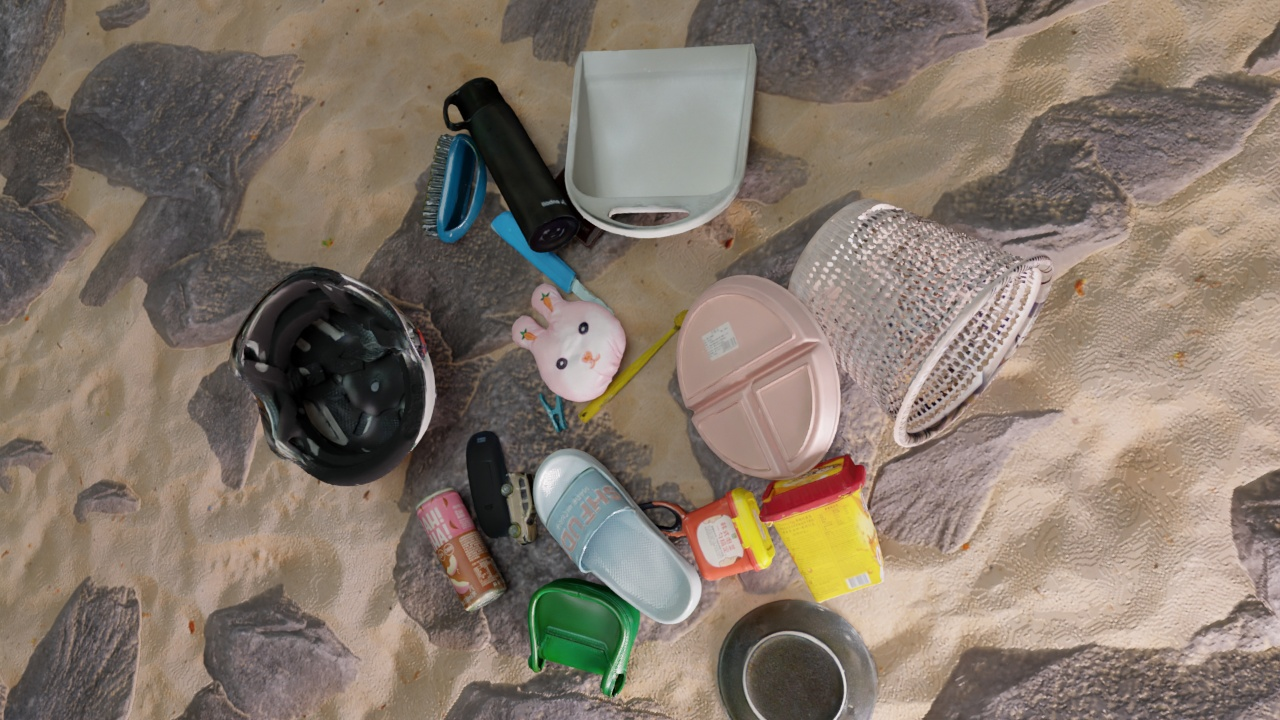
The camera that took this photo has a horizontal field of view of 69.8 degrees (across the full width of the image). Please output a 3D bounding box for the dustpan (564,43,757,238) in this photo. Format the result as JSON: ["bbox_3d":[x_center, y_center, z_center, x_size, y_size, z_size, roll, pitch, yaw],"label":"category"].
[{"bbox_3d":[0.020,-0.257,1.050,0.223,0.142,0.257,0,88,8],"label":"dustpan"}]

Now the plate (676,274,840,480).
[{"bbox_3d":[0.117,0.022,0.992,0.230,0.028,0.230,23,120,46],"label":"plate"}]

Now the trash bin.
[{"bbox_3d":[0.268,-0.057,0.937,0.192,0.227,0.227,42,98,30],"label":"trash bin"}]

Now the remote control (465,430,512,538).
[{"bbox_3d":[-0.191,0.156,1.152,0.053,0.024,0.136,-16,80,15],"label":"remote control"}]

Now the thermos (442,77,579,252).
[{"bbox_3d":[-0.168,-0.244,1.142,0.089,0.069,0.242,-20,66,-25],"label":"thermos"}]

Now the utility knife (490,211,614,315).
[{"bbox_3d":[-0.108,-0.116,1.154,0.216,0.018,0.034,43,110,17],"label":"utility knife"}]

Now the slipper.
[{"bbox_3d":[-0.036,0.207,1.054,0.245,0.074,0.104,42,100,16],"label":"slipper"}]

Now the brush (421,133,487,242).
[{"bbox_3d":[-0.235,-0.223,1.187,0.073,0.055,0.144,8,87,19],"label":"brush"}]

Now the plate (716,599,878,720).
[{"bbox_3d":[0.170,0.355,1.014,0.180,0.024,0.179,-2,84,18],"label":"plate"}]

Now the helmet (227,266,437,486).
[{"bbox_3d":[-0.361,0.019,1.154,0.230,0.156,0.274,-42,85,8],"label":"helmet"}]

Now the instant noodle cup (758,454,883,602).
[{"bbox_3d":[0.201,0.180,0.981,0.116,0.116,0.123,-23,90,15],"label":"instant noodle cup"}]

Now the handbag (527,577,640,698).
[{"bbox_3d":[-0.069,0.320,1.073,0.131,0.068,0.120,8,88,19],"label":"handbag"}]

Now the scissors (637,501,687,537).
[{"bbox_3d":[-0.025,0.183,1.100,0.204,0.015,0.202,-22,78,16],"label":"scissors"}]

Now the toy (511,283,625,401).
[{"bbox_3d":[-0.091,-0.024,1.125,0.159,0.054,0.121,34,98,26],"label":"toy"}]

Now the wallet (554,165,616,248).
[{"bbox_3d":[-0.062,-0.214,1.149,0.096,0.020,0.122,42,100,17],"label":"wallet"}]

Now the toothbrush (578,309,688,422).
[{"bbox_3d":[-0.007,0.006,1.110,0.190,0.016,0.015,-44,73,10],"label":"toothbrush"}]

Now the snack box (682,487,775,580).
[{"bbox_3d":[0.097,0.196,1.022,0.080,0.082,0.091,-23,80,13],"label":"snack box"}]

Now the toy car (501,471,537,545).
[{"bbox_3d":[-0.144,0.181,1.125,0.035,0.042,0.090,-11,81,15],"label":"toy car"}]

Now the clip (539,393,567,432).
[{"bbox_3d":[-0.106,0.062,1.139,0.038,0.013,0.055,-22,77,15],"label":"clip"}]

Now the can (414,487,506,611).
[{"bbox_3d":[-0.223,0.233,1.137,0.058,0.058,0.147,-34,75,12],"label":"can"}]
